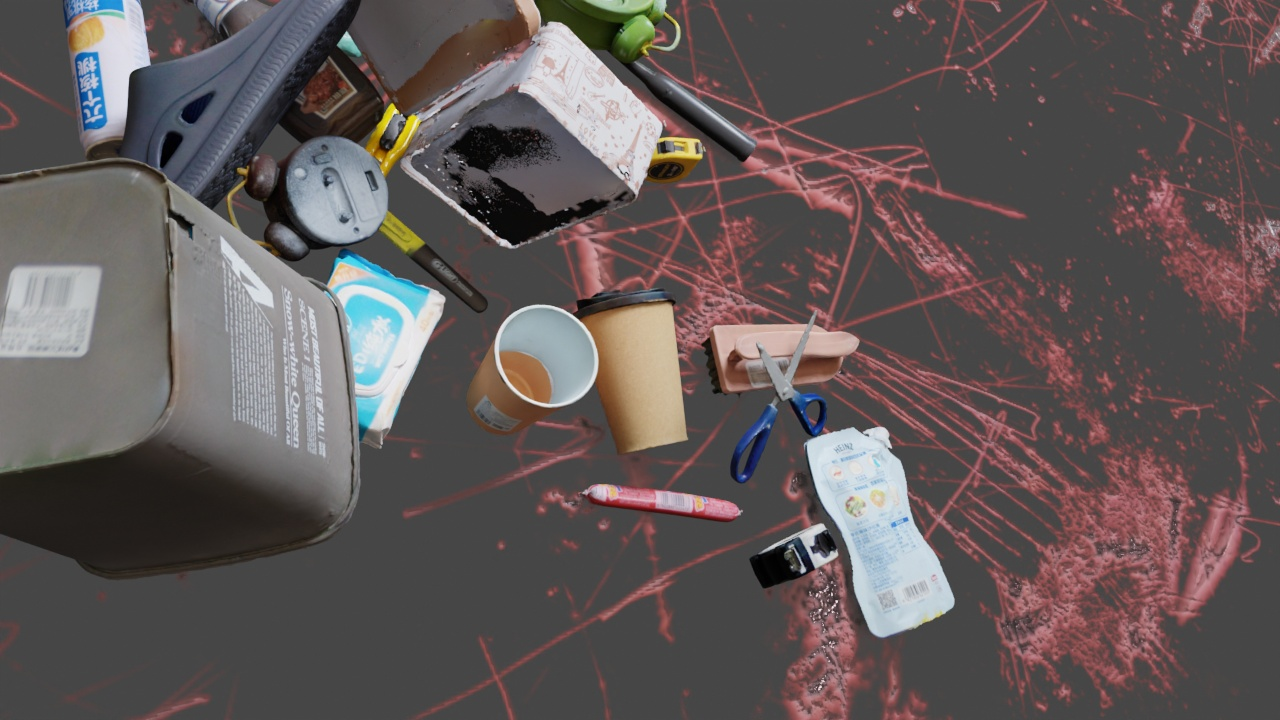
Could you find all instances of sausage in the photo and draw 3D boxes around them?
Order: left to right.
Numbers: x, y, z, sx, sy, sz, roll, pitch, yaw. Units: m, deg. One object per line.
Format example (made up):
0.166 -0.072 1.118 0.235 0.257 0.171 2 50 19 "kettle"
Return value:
0.020 0.121 0.785 0.155 0.020 0.020 11 67 -22 "sausage"

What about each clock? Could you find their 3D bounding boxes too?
-0.249 -0.121 0.692 0.121 0.055 0.082 -29 108 -42 "clock"
-0.032 -0.352 0.897 0.161 0.056 0.115 25 52 -10 "clock"

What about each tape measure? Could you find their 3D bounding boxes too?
0.025 -0.194 0.879 0.057 0.060 0.029 -1 74 -20 "tape measure"
0.137 0.169 0.797 0.065 0.066 0.033 -19 79 -28 "tape measure"

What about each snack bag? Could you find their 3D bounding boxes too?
0.223 0.154 0.861 0.110 0.039 0.191 -14 77 -24 "snack bag"

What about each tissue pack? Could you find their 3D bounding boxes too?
-0.213 -0.009 0.695 0.090 0.063 0.139 25 63 -15 "tissue pack"

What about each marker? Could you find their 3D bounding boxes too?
-0.177 -0.084 0.768 0.124 0.015 0.018 42 63 -8 "marker"

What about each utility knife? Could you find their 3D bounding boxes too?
-0.223 -0.165 0.774 0.033 0.015 0.154 27 63 -13 "utility knife"

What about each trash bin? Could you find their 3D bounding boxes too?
-0.290 0.010 0.528 0.198 0.220 0.198 -9 73 -4 "trash bin"

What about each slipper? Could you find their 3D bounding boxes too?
-0.306 -0.185 0.653 0.083 0.111 0.268 38 84 -16 "slipper"

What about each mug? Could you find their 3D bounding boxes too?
-0.091 0.016 0.710 0.078 0.123 0.078 9 67 -23 "mug"

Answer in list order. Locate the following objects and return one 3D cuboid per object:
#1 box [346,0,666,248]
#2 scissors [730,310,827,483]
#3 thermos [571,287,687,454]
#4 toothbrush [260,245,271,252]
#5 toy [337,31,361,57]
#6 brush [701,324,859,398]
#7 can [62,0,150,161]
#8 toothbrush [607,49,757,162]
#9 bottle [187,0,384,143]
-0.126 -0.218 0.710 0.272 0.178 0.106 50 50 -26 "box"
0.126 0.038 0.820 0.162 0.012 0.176 -55 141 -1 "scissors"
-0.005 0.005 0.781 0.093 0.093 0.143 -10 85 -28 "thermos"
-0.302 -0.083 0.645 0.016 0.016 0.179 68 20 1 "toothbrush"
-0.269 -0.298 0.795 0.092 0.030 0.096 45 67 1 "toy"
0.133 -0.005 0.855 0.145 0.073 0.063 -3 72 -28 "brush"
-0.395 -0.212 0.687 0.053 0.053 0.134 -8 75 -28 "can"
0.026 -0.272 0.927 0.212 0.026 0.027 34 43 -8 "toothbrush"
-0.302 -0.255 0.750 0.195 0.044 0.079 44 73 -5 "bottle"
